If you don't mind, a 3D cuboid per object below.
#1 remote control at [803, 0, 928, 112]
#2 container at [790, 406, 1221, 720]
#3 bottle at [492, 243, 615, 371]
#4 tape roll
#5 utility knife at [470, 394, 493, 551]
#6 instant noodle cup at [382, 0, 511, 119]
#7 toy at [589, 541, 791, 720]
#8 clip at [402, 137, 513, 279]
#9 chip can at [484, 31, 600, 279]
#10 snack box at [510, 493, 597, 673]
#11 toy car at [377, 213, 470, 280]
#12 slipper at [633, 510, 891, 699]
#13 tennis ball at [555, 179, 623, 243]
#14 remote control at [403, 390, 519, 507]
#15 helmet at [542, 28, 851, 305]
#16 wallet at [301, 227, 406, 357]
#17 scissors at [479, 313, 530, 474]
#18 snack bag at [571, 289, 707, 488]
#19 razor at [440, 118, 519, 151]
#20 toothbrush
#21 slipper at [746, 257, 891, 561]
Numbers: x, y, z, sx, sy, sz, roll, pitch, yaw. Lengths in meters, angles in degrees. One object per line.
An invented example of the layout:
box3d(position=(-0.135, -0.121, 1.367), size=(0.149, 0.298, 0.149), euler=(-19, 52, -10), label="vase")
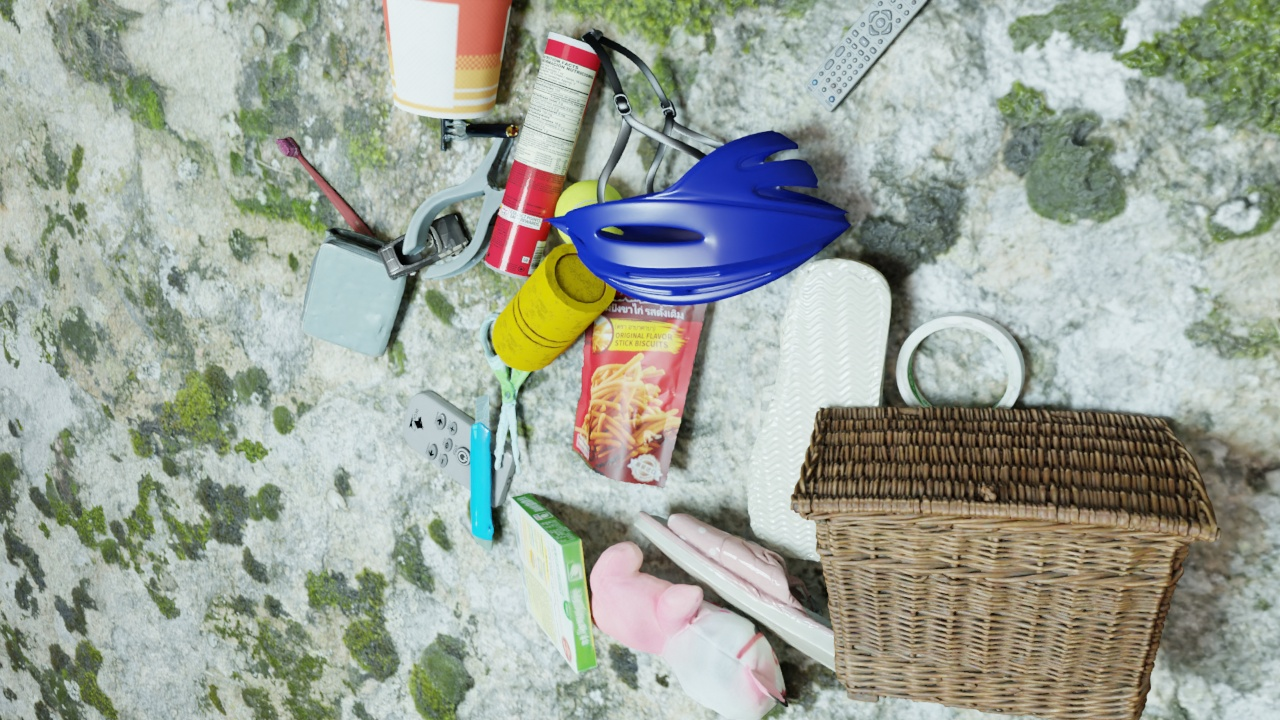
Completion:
box3d(position=(0.179, -0.251, 0.693), size=(0.033, 0.013, 0.137), euler=(49, 122, 11), label="remote control")
box3d(position=(0.246, 0.145, 0.655), size=(0.250, 0.161, 0.183), euler=(1, 110, 19), label="container")
box3d(position=(-0.090, -0.038, 0.861), size=(0.071, 0.070, 0.164), euler=(57, 141, 6), label="bottle")
box3d(position=(0.249, 0.009, 0.719), size=(0.094, 0.018, 0.094), euler=(9, 107, 29), label="tape roll")
box3d(position=(-0.169, 0.121, 0.985), size=(0.031, 0.015, 0.186), euler=(13, 113, 21), label="utility knife")
box3d(position=(-0.179, -0.295, 0.845), size=(0.123, 0.123, 0.121), euler=(22, 121, 25), label="instant noodle cup")
box3d(position=(0.046, 0.259, 0.854), size=(0.213, 0.084, 0.142), euler=(30, 156, 18), label="toy")
box3d(position=(-0.177, -0.161, 0.902), size=(0.163, 0.028, 0.115), euler=(-41, 82, 13), label="clip")
box3d(position=(-0.089, -0.182, 0.835), size=(0.052, 0.051, 0.215), euler=(26, 107, 23), label="chip can")
box3d(position=(-0.090, 0.218, 0.927), size=(0.168, 0.027, 0.132), euler=(-161, 63, -65), label="snack box")
box3d(position=(-0.225, -0.118, 0.948), size=(0.092, 0.037, 0.040), euler=(-25, 88, 1), label="toy car")
box3d(position=(0.111, 0.201, 0.811), size=(0.274, 0.114, 0.054), euler=(29, 74, 28), label="slipper")
box3d(position=(-0.045, -0.131, 0.832), size=(0.065, 0.065, 0.065), euler=(9, 108, 29), label="tennis ball")
box3d(position=(-0.204, 0.095, 1.020), size=(0.151, 0.019, 0.074), euler=(31, 117, 21), label="remote control")
box3d(position=(0.034, -0.157, 0.726), size=(0.242, 0.147, 0.228), euler=(-7, 101, 19), label="helmet")
box3d(position=(-0.312, -0.073, 1.006), size=(0.100, 0.054, 0.132), euler=(22, 119, -9), label="wallet")
box3d(position=(-0.129, 0.038, 0.953), size=(0.093, 0.032, 0.175), euler=(-1, 101, 27), label="scissors")
box3d(position=(-0.005, 0.005, 0.866), size=(0.139, 0.066, 0.208), euler=(18, 103, 32), label="snack bag")
box3d(position=(-0.155, -0.221, 0.885), size=(0.144, 0.022, 0.043), euler=(18, 112, 49), label="razor")
box3d(position=(-0.351, -0.185, 1.035), size=(0.190, 0.016, 0.016), euler=(48, 122, 12), label="toothbrush")
box3d(position=(0.151, 0.044, 0.767), size=(0.114, 0.053, 0.273), euler=(18, 116, 23), label="slipper")
